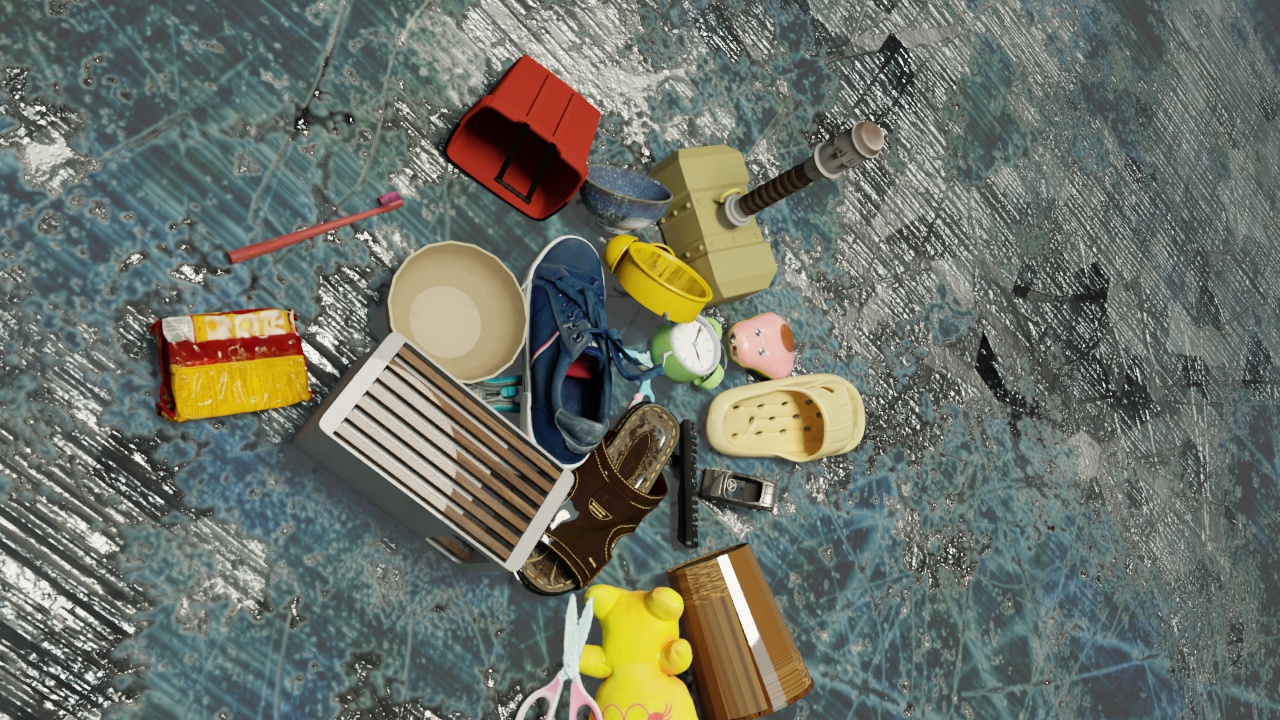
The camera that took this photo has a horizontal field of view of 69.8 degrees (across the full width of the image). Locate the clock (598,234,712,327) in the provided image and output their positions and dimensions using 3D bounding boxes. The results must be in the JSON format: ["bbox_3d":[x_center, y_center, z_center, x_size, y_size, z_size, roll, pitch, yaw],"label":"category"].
[{"bbox_3d":[0.018,-0.099,1.080,0.113,0.052,0.152,7,34,-48],"label":"clock"}]

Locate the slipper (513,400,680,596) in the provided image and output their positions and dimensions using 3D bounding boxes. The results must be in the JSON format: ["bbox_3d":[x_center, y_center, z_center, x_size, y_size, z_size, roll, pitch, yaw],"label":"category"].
[{"bbox_3d":[-0.036,0.148,1.006,0.113,0.076,0.267,49,61,-14],"label":"slipper"}]

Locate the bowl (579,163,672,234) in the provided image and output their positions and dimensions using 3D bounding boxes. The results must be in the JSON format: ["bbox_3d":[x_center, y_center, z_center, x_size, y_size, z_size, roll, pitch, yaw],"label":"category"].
[{"bbox_3d":[-0.023,-0.186,1.096,0.114,0.114,0.061,-1,121,-32],"label":"bowl"}]

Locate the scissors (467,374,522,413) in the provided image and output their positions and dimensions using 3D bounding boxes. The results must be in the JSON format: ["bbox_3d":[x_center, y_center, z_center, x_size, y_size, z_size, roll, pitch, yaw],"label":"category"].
[{"bbox_3d":[-0.152,0.033,0.996,0.127,0.019,0.141,46,64,-7],"label":"scissors"}]

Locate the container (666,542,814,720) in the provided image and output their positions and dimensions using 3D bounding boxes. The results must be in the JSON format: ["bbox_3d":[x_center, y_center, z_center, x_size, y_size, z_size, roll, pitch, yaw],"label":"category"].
[{"bbox_3d":[0.104,0.302,1.035,0.132,0.132,0.167,-14,80,-34],"label":"container"}]

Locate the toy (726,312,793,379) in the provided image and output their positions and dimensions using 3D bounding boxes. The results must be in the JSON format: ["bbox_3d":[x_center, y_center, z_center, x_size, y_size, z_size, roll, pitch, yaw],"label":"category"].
[{"bbox_3d":[0.153,-0.017,1.180,0.109,0.051,0.090,-4,87,-37],"label":"toy"}]

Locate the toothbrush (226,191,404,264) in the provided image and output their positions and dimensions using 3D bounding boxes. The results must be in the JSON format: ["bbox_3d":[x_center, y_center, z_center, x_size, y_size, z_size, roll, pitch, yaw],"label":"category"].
[{"bbox_3d":[-0.327,-0.137,0.933,0.189,0.016,0.016,-28,89,-33],"label":"toothbrush"}]

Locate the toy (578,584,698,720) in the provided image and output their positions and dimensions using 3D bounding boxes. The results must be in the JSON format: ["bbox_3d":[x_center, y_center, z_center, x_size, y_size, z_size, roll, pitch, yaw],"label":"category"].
[{"bbox_3d":[-0.005,0.336,0.979,0.087,0.134,0.193,42,41,-69],"label":"toy"}]

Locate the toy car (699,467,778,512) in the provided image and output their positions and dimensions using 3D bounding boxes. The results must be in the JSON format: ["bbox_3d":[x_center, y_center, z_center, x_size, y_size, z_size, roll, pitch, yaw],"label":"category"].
[{"bbox_3d":[0.119,0.156,1.111,0.092,0.037,0.040,11,71,5],"label":"toy car"}]

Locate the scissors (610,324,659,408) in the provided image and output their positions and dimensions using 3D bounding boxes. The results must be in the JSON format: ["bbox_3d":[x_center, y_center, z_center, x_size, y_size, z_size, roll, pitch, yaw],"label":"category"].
[{"bbox_3d":[-0.008,0.006,1.102,0.133,0.015,0.134,31,58,-25],"label":"scissors"}]

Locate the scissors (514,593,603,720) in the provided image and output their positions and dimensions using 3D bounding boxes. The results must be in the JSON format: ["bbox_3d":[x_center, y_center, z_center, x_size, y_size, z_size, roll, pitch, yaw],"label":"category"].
[{"bbox_3d":[-0.088,0.325,0.950,0.103,0.016,0.178,-2,74,6],"label":"scissors"}]

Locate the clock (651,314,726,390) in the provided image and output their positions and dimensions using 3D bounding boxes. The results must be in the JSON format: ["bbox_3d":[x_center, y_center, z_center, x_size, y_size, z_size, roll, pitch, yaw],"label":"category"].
[{"bbox_3d":[0.062,-0.015,1.124,0.119,0.043,0.094,16,66,-35],"label":"clock"}]

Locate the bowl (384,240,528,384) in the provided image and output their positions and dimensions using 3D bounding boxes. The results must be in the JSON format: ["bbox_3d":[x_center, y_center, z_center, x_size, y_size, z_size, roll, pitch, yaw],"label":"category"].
[{"bbox_3d":[-0.199,-0.046,0.969,0.152,0.051,0.152,8,74,-30],"label":"bowl"}]

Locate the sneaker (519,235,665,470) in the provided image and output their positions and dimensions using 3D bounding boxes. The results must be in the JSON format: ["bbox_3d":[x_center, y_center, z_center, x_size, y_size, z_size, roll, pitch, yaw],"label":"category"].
[{"bbox_3d":[-0.057,-0.032,0.990,0.120,0.128,0.293,20,51,-28],"label":"sneaker"}]

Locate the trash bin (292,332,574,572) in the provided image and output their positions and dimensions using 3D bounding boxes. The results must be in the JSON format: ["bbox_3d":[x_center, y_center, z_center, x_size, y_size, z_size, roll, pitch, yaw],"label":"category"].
[{"bbox_3d":[-0.201,0.097,0.895,0.229,0.115,0.114,42,60,-17],"label":"trash bin"}]

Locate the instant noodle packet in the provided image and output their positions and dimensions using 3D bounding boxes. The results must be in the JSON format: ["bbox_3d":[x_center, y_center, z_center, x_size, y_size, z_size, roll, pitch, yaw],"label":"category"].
[{"bbox_3d":[-0.380,0.002,0.853,0.135,0.040,0.098,-9,83,-35],"label":"instant noodle packet"}]

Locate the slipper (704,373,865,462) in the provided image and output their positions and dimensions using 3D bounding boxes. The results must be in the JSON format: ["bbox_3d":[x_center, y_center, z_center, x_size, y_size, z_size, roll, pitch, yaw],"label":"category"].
[{"bbox_3d":[0.203,0.075,1.163,0.261,0.079,0.111,-1,94,-30],"label":"slipper"}]

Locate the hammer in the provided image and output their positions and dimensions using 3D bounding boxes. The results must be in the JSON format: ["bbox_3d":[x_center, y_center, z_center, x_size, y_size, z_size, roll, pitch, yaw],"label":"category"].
[{"bbox_3d":[0.150,-0.192,1.055,0.100,0.326,0.190,-15,86,-34],"label":"hammer"}]

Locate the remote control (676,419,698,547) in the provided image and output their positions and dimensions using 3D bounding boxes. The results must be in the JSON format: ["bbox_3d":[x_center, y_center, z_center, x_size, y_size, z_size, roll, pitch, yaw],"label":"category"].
[{"bbox_3d":[0.055,0.147,1.090,0.022,0.047,0.150,-3,78,12],"label":"remote control"}]

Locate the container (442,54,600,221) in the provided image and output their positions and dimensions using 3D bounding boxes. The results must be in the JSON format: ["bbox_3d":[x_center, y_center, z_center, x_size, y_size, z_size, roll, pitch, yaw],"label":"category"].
[{"bbox_3d":[-0.134,-0.222,1.006,0.148,0.127,0.200,34,53,-20],"label":"container"}]
